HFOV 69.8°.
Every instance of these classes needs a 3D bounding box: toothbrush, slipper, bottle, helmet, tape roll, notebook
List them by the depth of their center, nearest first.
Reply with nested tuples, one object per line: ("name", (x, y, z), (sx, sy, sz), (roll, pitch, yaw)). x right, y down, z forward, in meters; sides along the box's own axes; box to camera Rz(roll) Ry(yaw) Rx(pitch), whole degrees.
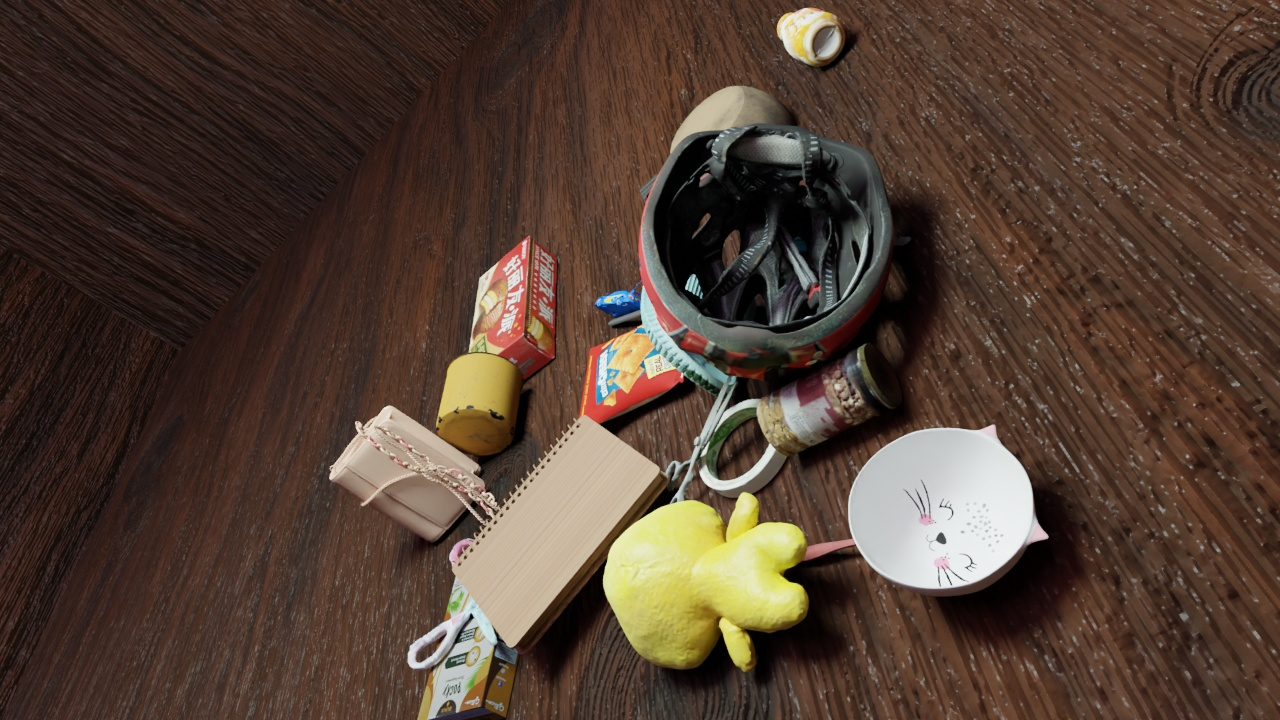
("toothbrush", (0.131, 0.149, 0.704), (0.185, 0.015, 0.015), (-24, 40, 43))
("bottle", (0.153, 0.034, 0.750), (0.105, 0.056, 0.056), (-31, 36, 31))
("helmet", (0.108, -0.092, 0.812), (0.217, 0.167, 0.271), (8, 53, 8))
("tape roll", (0.092, 0.078, 0.822), (0.094, 0.018, 0.093), (-34, 35, 28))
("notebook", (-0.087, 0.160, 0.905), (0.210, 0.022, 0.169), (-50, 35, -8))
("slipper", (0.057, -0.068, 0.936), (0.070, 0.116, 0.275), (-50, 24, 27))
("toothbrush", (0.000, -0.056, 1.062), (0.012, 0.013, 0.168), (-39, 11, -25))
("bottle", (0.205, -0.402, 1.130), (0.063, 0.063, 0.108), (-46, 32, 10))

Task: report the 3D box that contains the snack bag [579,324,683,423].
("snack bag", (-0.006, 0.006, 1.007), (0.144, 0.039, 0.130), (-27, 37, 29))

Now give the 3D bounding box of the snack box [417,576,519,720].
("snack box", (-0.163, 0.276, 0.941), (0.101, 0.031, 0.185), (-27, 38, 35))

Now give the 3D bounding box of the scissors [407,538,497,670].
("scissors", (-0.185, 0.258, 0.945), (0.175, 0.013, 0.170), (-51, 34, -1))

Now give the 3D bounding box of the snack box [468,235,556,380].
("snack box", (-0.178, -0.063, 1.290), (0.113, 0.060, 0.235), (-35, 35, 24))

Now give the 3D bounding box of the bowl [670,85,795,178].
("bowl", (0.103, -0.265, 1.116), (0.163, 0.070, 0.162), (-34, 35, 28))

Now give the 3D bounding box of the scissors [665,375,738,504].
("scissors", (0.051, 0.090, 0.826), (0.160, 0.014, 0.120), (125, 159, -46))

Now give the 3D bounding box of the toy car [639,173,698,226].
("toy car", (0.032, -0.190, 1.139), (0.040, 0.037, 0.092), (-40, 65, 17))

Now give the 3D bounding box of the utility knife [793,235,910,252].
("utility knife", (0.201, -0.116, 0.886), (0.149, 0.015, 0.022), (6, 68, 52))

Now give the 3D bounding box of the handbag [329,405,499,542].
("handbag", (-0.278, 0.153, 1.063), (0.116, 0.198, 0.187), (-49, 23, 4))

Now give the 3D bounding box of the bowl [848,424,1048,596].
("bowl", (0.200, 0.106, 0.602), (0.115, 0.050, 0.114), (-16, 49, 20))

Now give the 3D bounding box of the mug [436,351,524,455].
("mug", (-0.207, 0.065, 1.167), (0.124, 0.100, 0.094), (123, 158, -43))

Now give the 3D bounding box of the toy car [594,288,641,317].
("toy car", (-0.012, -0.087, 1.115), (0.092, 0.033, 0.061), (2, 66, 54))

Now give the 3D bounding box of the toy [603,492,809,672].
("toy", (0.046, 0.171, 0.716), (0.208, 0.092, 0.133), (-13, 61, 40))
